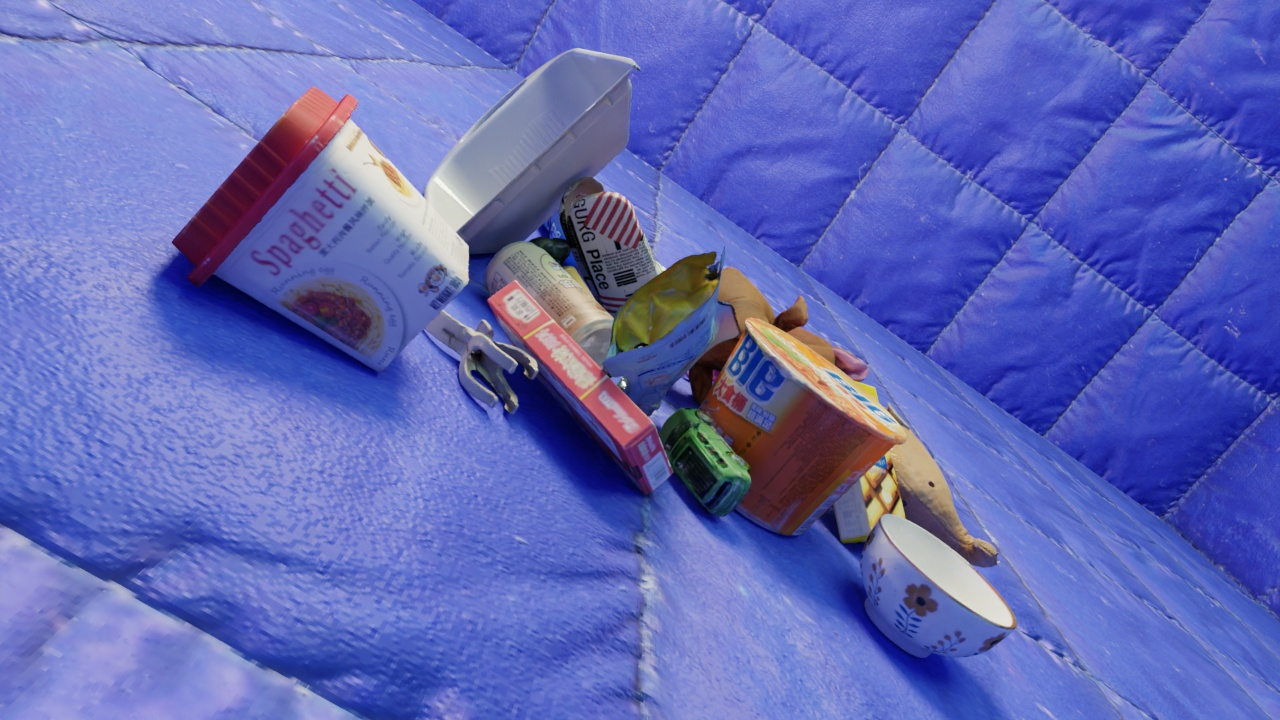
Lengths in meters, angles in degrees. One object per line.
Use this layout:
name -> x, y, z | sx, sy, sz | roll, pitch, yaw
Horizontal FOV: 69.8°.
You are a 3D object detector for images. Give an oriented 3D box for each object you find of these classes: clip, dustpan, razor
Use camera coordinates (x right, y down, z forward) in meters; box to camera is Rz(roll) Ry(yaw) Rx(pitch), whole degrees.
clip -> -0.103, -0.006, 0.588 | 0.071, 0.035, 0.100 | 20, 16, -42
dustpan -> -0.118, -0.203, 0.821 | 0.142, 0.223, 0.257 | 48, 5, 2
razor -> -0.058, -0.046, 0.773 | 0.167, 0.062, 0.068 | 54, -9, 38

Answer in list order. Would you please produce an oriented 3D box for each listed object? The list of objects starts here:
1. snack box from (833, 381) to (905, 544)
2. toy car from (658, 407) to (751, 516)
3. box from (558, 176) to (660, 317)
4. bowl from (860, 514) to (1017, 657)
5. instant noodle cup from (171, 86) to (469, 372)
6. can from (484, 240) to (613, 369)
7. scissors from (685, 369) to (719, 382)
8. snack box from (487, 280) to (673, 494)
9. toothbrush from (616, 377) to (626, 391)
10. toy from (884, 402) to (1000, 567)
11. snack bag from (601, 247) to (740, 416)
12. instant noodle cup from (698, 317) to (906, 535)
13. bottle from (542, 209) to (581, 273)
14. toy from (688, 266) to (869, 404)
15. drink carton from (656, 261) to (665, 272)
snack box -> 0.190, 0.087, 0.800 | 0.086, 0.034, 0.140 | 14, 60, -53
toy car -> 0.042, 0.069, 0.649 | 0.036, 0.043, 0.091 | 22, 19, -38
box -> -0.015, -0.089, 0.847 | 0.088, 0.076, 0.163 | 16, -39, 40
bowl -> 0.199, 0.169, 0.650 | 0.113, 0.062, 0.113 | 33, 14, -9
instant noodle cup -> -0.167, -0.068, 0.508 | 0.124, 0.116, 0.116 | 42, 11, -25
can -> -0.069, -0.040, 0.712 | 0.116, 0.059, 0.058 | 45, 18, 32
scissors -> 0.067, -0.030, 0.944 | 0.113, 0.017, 0.134 | 35, 50, -44
snack box -> -0.040, 0.017, 0.601 | 0.153, 0.025, 0.075 | 44, -14, 30
toothbrush -> -0.005, 0.005, 0.797 | 0.016, 0.018, 0.191 | 35, 15, -2
toy -> 0.259, 0.121, 0.891 | 0.143, 0.083, 0.225 | 36, 15, -22
snack bag -> 0.025, -0.013, 0.647 | 0.039, 0.110, 0.191 | 40, -7, 14
instant noodle cup -> 0.110, 0.055, 0.708 | 0.151, 0.111, 0.151 | 33, 15, -10
bottle -> -0.070, -0.142, 1.013 | 0.065, 0.065, 0.218 | 29, 16, -24
toy -> 0.110, 0.002, 0.840 | 0.199, 0.140, 0.130 | 28, 53, -44
drink carton -> 0.017, -0.064, 0.989 | 0.045, 0.054, 0.122 | 36, 15, -9
